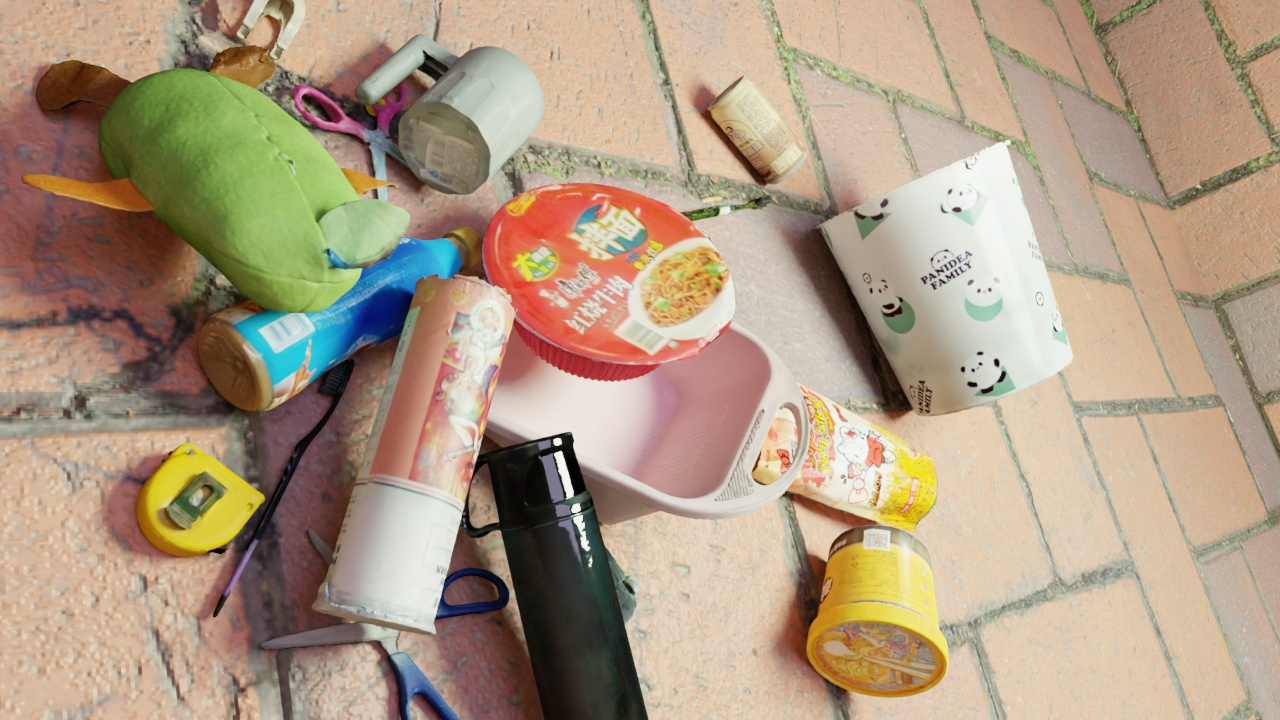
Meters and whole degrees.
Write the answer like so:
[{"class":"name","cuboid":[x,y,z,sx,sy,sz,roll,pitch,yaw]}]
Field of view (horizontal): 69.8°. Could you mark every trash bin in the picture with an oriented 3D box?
[{"class":"trash bin","cuboid":[0.355,-0.086,1.048,0.228,0.230,0.252,-25,92,-47]}]

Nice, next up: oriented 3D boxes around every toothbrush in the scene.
[{"class":"toothbrush","cuboid":[-0.220,0.070,0.568,0.016,0.014,0.188,31,51,-19]},{"class":"toothbrush","cuboid":[0.084,-0.160,0.972,0.185,0.017,0.012,-20,86,-47]}]

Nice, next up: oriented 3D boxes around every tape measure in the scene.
[{"class":"tape measure","cuboid":[-0.252,0.081,0.521,0.060,0.029,0.057,43,46,-18]}]

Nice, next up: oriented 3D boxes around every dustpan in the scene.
[{"class":"dustpan","cuboid":[-0.004,0.004,0.715,0.273,0.139,0.221,45,46,-17]}]

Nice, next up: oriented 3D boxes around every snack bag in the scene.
[{"class":"snack bag","cuboid":[0.199,0.094,0.924,0.207,0.073,0.128,25,54,-23]}]

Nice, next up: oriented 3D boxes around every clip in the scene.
[{"class":"clip","cuboid":[-0.267,-0.271,0.686,0.034,0.070,0.099,28,59,-29]}]

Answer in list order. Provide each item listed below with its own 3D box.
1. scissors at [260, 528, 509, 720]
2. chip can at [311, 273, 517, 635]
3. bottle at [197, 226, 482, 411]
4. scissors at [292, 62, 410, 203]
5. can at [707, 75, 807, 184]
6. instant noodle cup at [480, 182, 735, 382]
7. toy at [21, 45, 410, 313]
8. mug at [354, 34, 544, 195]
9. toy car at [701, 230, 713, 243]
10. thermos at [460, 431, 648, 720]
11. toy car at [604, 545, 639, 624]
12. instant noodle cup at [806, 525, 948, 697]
[{"class":"scissors","cuboid":[-0.150,0.173,0.582,0.162,0.012,0.176,-26,86,-46]},{"class":"chip can","cuboid":[-0.135,0.054,0.570,0.071,0.071,0.214,25,65,-32]},{"class":"bottle","cuboid":[-0.187,-0.042,0.621,0.065,0.065,0.218,56,42,-6]},{"class":"scissors","cuboid":[-0.209,-0.176,0.708,0.133,0.017,0.133,10,66,-44]},{"class":"can","cuboid":[0.133,-0.260,1.040,0.116,0.059,0.058,47,45,-15]},{"class":"instant noodle cup","cuboid":[-0.029,-0.051,0.704,0.193,0.066,0.193,10,46,-11]},{"class":"toy","cuboid":[-0.249,-0.115,0.561,0.226,0.090,0.246,-17,54,-45]},{"class":"mug","cuboid":[-0.150,-0.200,0.726,0.124,0.084,0.103,31,43,-7]},{"class":"toy car","cuboid":[0.015,-0.096,0.849,0.120,0.053,0.045,-12,99,-39]},{"class":"thermos","cuboid":[-0.056,0.174,0.613,0.068,0.090,0.242,-5,80,-77]},{"class":"toy car","cuboid":[-0.037,0.158,0.679,0.090,0.034,0.042,54,41,-10]},{"class":"instant noodle cup","cuboid":[0.214,0.221,0.828,0.118,0.119,0.114,41,39,-20]}]
